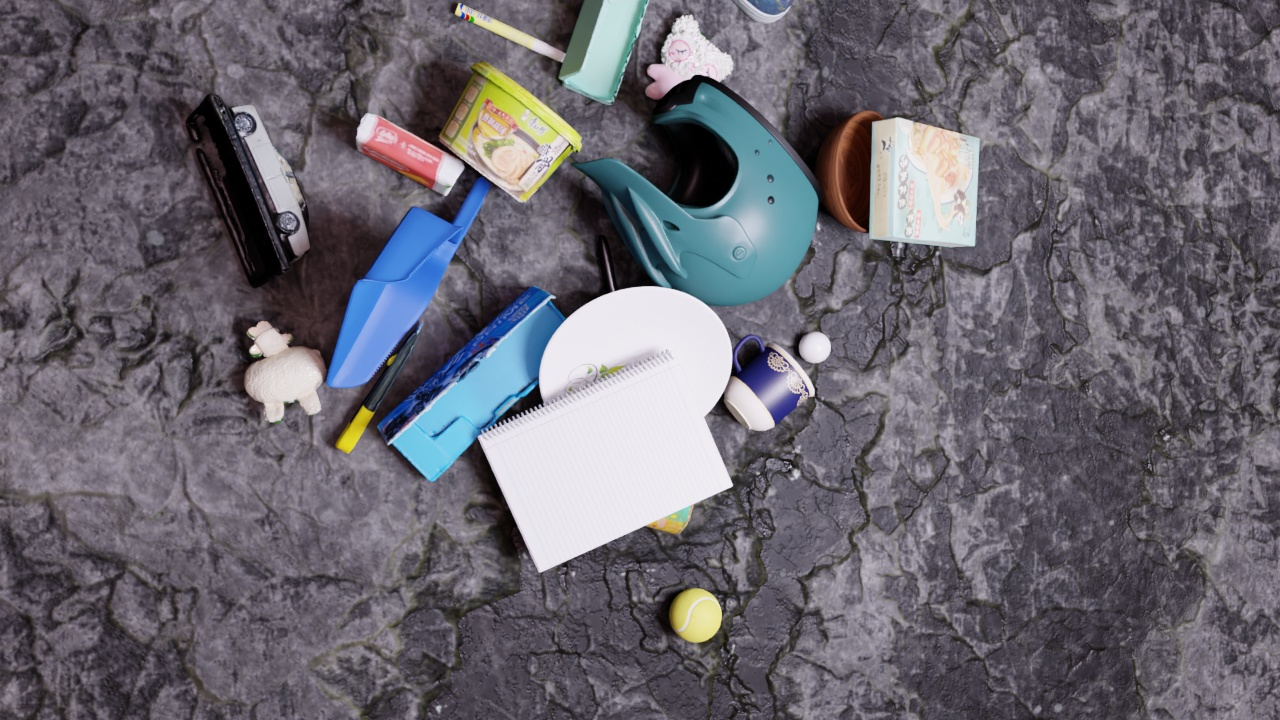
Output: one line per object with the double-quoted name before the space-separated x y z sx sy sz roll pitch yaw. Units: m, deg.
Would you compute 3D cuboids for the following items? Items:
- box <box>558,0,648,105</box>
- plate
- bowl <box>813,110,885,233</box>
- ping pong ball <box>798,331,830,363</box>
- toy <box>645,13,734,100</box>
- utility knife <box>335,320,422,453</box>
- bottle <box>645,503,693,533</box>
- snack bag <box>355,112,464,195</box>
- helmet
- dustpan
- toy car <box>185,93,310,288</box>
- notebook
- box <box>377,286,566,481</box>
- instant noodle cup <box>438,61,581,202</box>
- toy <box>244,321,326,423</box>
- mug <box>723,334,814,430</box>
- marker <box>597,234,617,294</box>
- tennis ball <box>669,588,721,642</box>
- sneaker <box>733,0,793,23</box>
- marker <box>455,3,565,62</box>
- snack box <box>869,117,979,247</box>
"box" -0.029 -0.400 1.050 0.077 0.093 0.188 20 88 -15
"plate" -0.006 0.006 1.086 0.229 0.030 0.230 -6 125 -9
"bowl" 0.260 -0.232 1.146 0.147 0.069 0.147 -4 96 -43
"ping pong ball" 0.223 -0.017 1.175 0.040 0.040 0.040 -1 94 -16
"toy" 0.055 -0.350 1.106 0.095 0.041 0.109 38 90 -16
"utility knife" -0.293 0.028 1.043 0.020 0.029 0.172 34 83 -21
"bottle" -0.042 0.150 1.099 0.209 0.068 0.068 17 89 -11
"snack bag" -0.254 -0.225 1.008 0.116 0.077 0.036 27 85 -15
"helmet" 0.066 -0.177 1.042 0.275 0.176 0.200 43 81 -24
"dustpan" -0.237 -0.110 0.985 0.059 0.246 0.256 27 57 -11
"toy car" -0.405 -0.182 0.976 0.071 0.094 0.192 -29 101 -43
"notebook" -0.040 0.114 1.056 0.245 0.013 0.178 -24 95 -3
"box" -0.175 0.026 1.029 0.243 0.115 0.094 -44 102 -8
"instant noodle cup" -0.147 -0.245 1.007 0.146 0.146 0.098 36 94 -15
"toy" -0.390 0.014 1.003 0.087 0.050 0.112 -22 86 -8
"mug" 0.145 0.028 1.136 0.089 0.086 0.112 -39 98 -7
"marker" -0.034 -0.086 1.112 0.018 0.015 0.134 -17 99 -42
"tennis ball" 0.068 0.318 1.144 0.065 0.065 0.065 -1 94 -16
"sneaker" 0.096 -0.497 1.083 0.235 0.079 0.087 34 85 -15
"marker" -0.149 -0.377 1.058 0.132 0.014 0.014 20 88 -16
"snack box" 0.360 -0.220 1.160 0.193 0.044 0.141 -2 94 -42
